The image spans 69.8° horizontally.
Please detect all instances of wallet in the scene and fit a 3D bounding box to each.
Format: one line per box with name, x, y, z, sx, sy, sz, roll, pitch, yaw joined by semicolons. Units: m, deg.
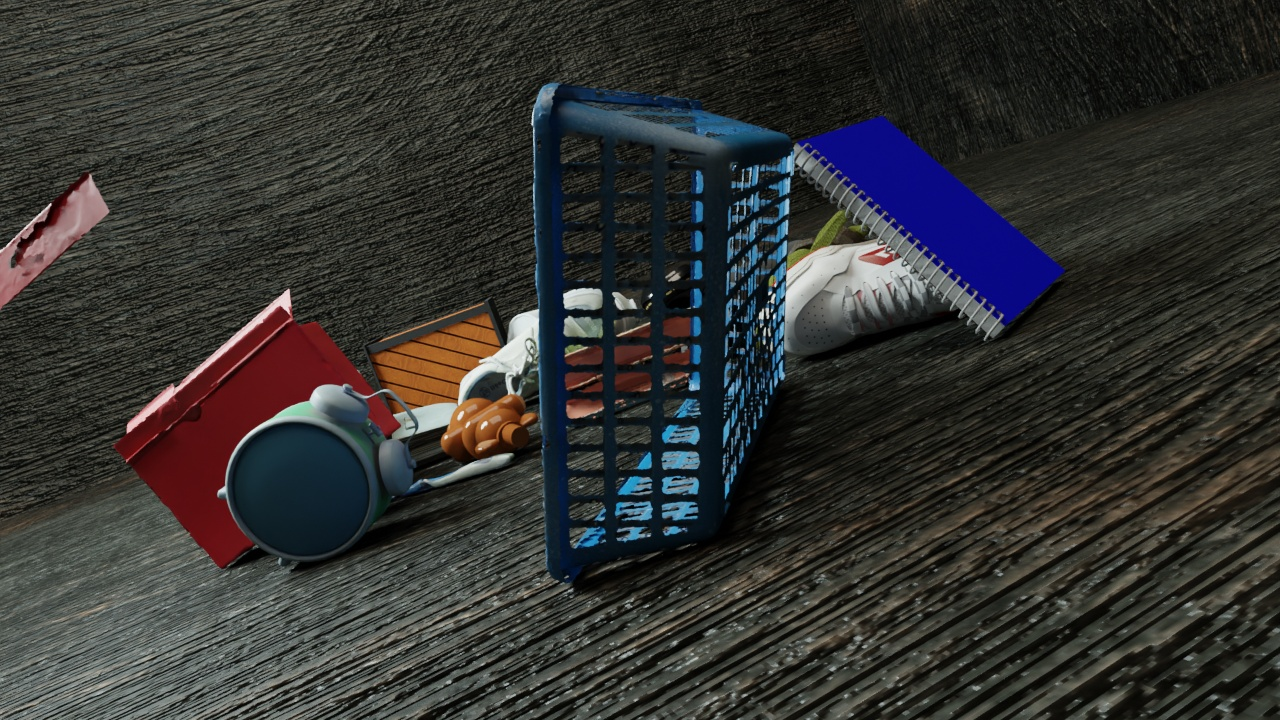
wallet;-0.245;0.087;1.046;0.100;0.054;0.132;-23;13;-13

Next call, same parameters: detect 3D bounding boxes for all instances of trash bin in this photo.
trash bin;-0.264;0.009;1.270;0.172;0.140;0.139;-20;8;-4

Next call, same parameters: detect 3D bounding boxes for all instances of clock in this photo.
clock;-0.252;0.085;0.752;0.162;0.122;0.075;-38;7;7

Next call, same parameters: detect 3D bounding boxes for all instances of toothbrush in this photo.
toothbrush;-0.202;0.113;0.861;0.189;0.017;0.016;-18;7;16

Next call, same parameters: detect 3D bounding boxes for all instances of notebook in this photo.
notebook;0.235;-0.117;0.746;0.171;0.209;0.022;-28;-22;-47

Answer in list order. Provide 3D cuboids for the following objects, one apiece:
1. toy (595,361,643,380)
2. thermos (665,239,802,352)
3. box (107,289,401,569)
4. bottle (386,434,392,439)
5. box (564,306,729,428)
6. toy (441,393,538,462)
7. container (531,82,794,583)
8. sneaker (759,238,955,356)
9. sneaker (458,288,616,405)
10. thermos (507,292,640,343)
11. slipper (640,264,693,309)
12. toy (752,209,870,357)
toy;-0.025;-0.006;1.138;0.092;0.046;0.115;-27;-2;14
thermos;0.128;-0.070;1.059;0.082;0.082;0.239;-12;11;44
box;-0.344;0.071;0.843;0.215;0.164;0.153;-37;49;7
bottle;-0.299;0.058;0.935;0.061;0.061;0.131;-15;39;-25
box;-0.005;0.006;0.923;0.187;0.083;0.042;-23;-3;-8
toy;-0.141;0.072;0.894;0.094;0.065;0.128;-33;22;-27
container;0.038;-0.042;0.600;0.089;0.257;0.361;4;15;15
sneaker;0.225;-0.063;0.813;0.236;0.090;0.104;-19;16;-14
sneaker;-0.128;0.002;1.137;0.242;0.089;0.090;-35;18;13
thermos;-0.087;-0.043;1.289;0.100;0.099;0.219;-14;2;35
slipper;0.071;-0.063;1.157;0.113;0.075;0.267;-33;-10;12
toy;0.183;-0.080;0.930;0.152;0.078;0.180;-27;-28;-58
